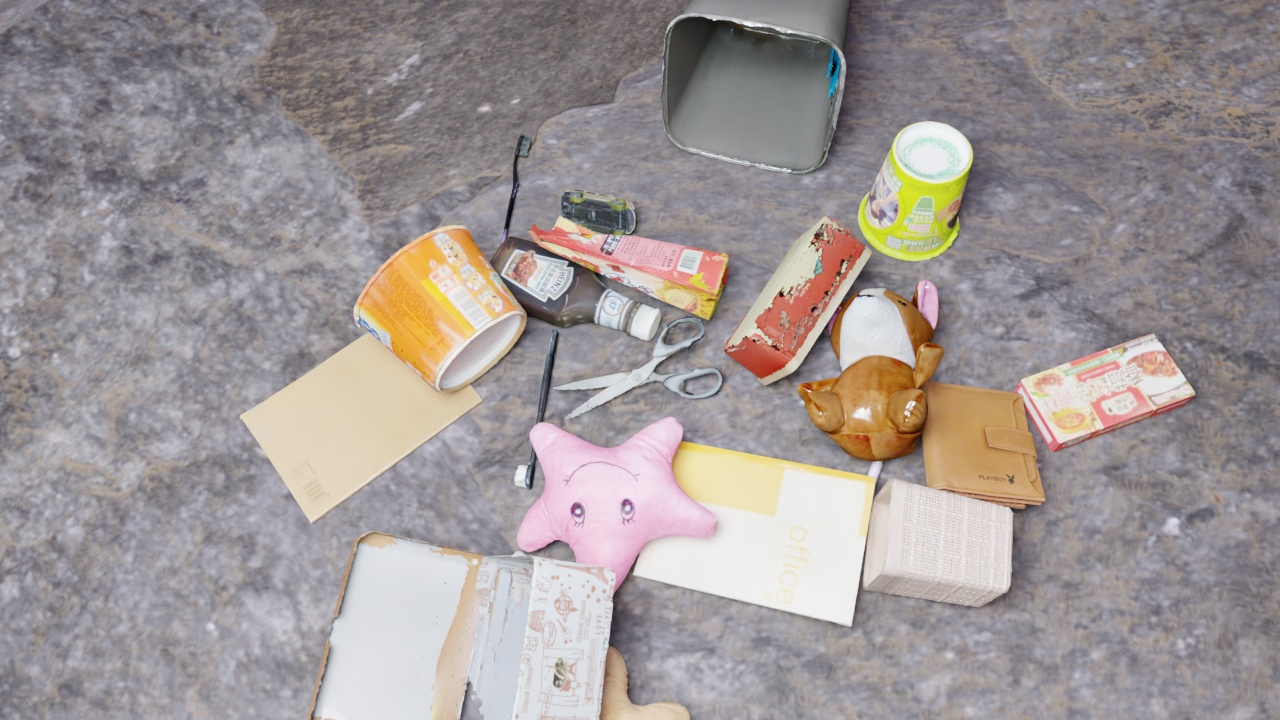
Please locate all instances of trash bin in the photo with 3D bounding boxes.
[{"bbox_3d":[0.149,-0.367,1.054,0.199,0.199,0.219,15,59,9],"label":"trash bin"}]

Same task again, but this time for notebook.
[{"bbox_3d":[0.110,0.159,0.876,0.206,0.010,0.145,10,66,16],"label":"notebook"},{"bbox_3d":[-0.294,0.052,0.968,0.211,0.012,0.149,-37,68,-14],"label":"notebook"}]

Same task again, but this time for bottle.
[{"bbox_3d":[-0.073,-0.072,0.997,0.195,0.044,0.079,22,65,13],"label":"bottle"}]

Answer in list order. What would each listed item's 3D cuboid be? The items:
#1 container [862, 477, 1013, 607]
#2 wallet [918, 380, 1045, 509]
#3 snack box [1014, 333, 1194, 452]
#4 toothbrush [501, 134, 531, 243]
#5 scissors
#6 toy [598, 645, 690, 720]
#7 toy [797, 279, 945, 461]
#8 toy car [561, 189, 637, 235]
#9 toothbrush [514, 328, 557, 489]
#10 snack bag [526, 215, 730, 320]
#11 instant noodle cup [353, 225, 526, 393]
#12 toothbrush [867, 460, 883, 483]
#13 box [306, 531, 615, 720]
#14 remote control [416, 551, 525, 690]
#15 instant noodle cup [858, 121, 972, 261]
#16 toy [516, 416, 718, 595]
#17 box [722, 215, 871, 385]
[{"bbox_3d":[0.269,0.168,0.832,0.111,0.090,0.089,10,65,5],"label":"container"},{"bbox_3d":[0.325,0.080,0.885,0.108,0.031,0.131,7,50,2],"label":"wallet"},{"bbox_3d":[0.464,0.032,0.919,0.153,0.025,0.075,-18,64,-5],"label":"snack box"},{"bbox_3d":[-0.149,-0.190,1.078,0.016,0.014,0.188,8,64,-6],"label":"toothbrush"},{"bbox_3d":[0.004,0.018,0.954,0.165,0.014,0.163,28,85,4],"label":"scissors"},{"bbox_3d":[-0.012,0.347,0.770,0.143,0.083,0.226,-30,63,-16],"label":"toy"},{"bbox_3d":[0.227,-0.003,0.900,0.140,0.130,0.199,-1,44,26],"label":"toy"},{"bbox_3d":[-0.046,-0.171,1.044,0.090,0.042,0.035,15,43,17],"label":"toy car"},{"bbox_3d":[-0.105,0.047,0.956,0.018,0.016,0.180,2,64,15],"label":"toothbrush"},{"bbox_3d":[-0.010,-0.109,0.976,0.208,0.128,0.073,19,106,6],"label":"snack bag"},{"bbox_3d":[-0.196,-0.046,0.934,0.151,0.151,0.111,-41,79,-15],"label":"instant noodle cup"},{"bbox_3d":[0.248,0.071,0.918,0.029,0.020,0.189,-2,52,52],"label":"toothbrush"},{"bbox_3d":[-0.142,0.242,0.754,0.205,0.158,0.180,18,72,-22],"label":"box"},{"bbox_3d":[-0.148,0.248,0.854,0.149,0.021,0.058,-42,75,-15],"label":"remote control"},{"bbox_3d":[0.300,-0.186,0.983,0.112,0.123,0.111,-1,64,3],"label":"instant noodle cup"},{"bbox_3d":[-0.023,0.141,0.869,0.195,0.074,0.178,-1,74,12],"label":"toy"},{"bbox_3d":[0.155,-0.067,0.942,0.077,0.091,0.168,37,70,-5],"label":"box"}]
